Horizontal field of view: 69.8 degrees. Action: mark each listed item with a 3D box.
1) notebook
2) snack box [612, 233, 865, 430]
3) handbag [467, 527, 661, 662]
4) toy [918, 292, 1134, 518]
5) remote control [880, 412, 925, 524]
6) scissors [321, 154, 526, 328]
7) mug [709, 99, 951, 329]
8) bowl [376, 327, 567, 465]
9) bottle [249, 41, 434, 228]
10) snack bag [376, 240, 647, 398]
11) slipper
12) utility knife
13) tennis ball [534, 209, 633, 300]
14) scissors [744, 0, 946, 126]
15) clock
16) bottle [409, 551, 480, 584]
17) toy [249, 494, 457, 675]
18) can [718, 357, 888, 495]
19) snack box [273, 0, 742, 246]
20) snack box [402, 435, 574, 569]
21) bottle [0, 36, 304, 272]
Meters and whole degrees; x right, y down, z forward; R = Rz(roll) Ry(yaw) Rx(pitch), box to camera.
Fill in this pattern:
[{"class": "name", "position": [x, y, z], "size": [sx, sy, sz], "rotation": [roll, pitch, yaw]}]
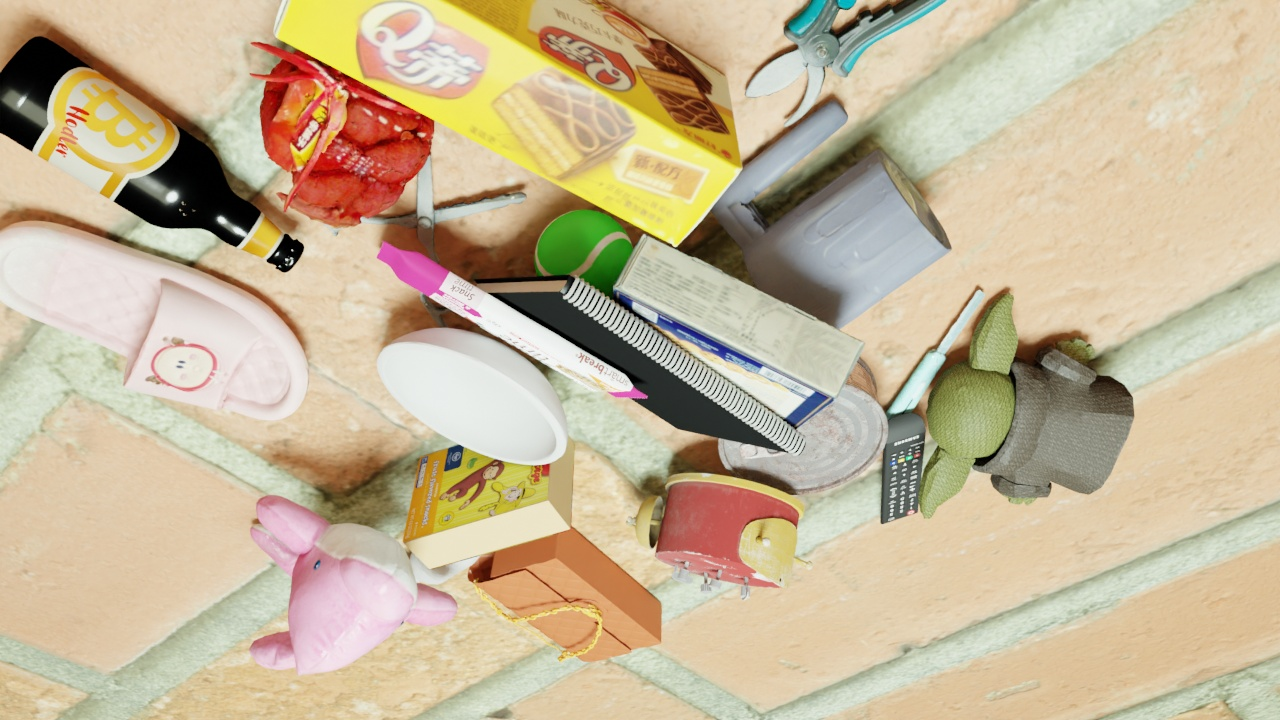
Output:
[{"class": "notebook", "position": [-0.004, 0.004, 0.619], "size": [0.206, 0.016, 0.149], "rotation": [34, 166, -29]}, {"class": "snack box", "position": [0.053, -0.010, 0.591], "size": [0.144, 0.042, 0.145], "rotation": [26, 167, 3]}, {"class": "handbag", "position": [-0.071, 0.235, 0.882], "size": [0.109, 0.060, 0.172], "rotation": [-24, 129, 24]}, {"class": "toy", "position": [0.293, 0.045, 0.698], "size": [0.152, 0.078, 0.179], "rotation": [12, 107, -7]}, {"class": "remote control", "position": [0.219, 0.096, 0.774], "size": [0.033, 0.015, 0.147], "rotation": [-17, 138, -2]}, {"class": "scissors", "position": [-0.147, -0.083, 0.618], "size": [0.141, 0.014, 0.175], "rotation": [5, 134, -1]}, {"class": "mug", "position": [0.118, -0.087, 0.584], "size": [0.104, 0.083, 0.124], "rotation": [-36, 97, 27]}, {"class": "bowl", "position": [-0.116, 0.019, 0.673], "size": [0.149, 0.043, 0.150], "rotation": [18, 149, 11]}, {"class": "bottle", "position": [-0.167, -0.134, 0.514], "size": [0.099, 0.098, 0.111], "rotation": [32, 121, -27]}, {"class": "snack bag", "position": [-0.088, -0.022, 0.618], "size": [0.196, 0.016, 0.070], "rotation": [31, 169, -17]}, {"class": "slipper", "position": [-0.338, -0.023, 0.640], "size": [0.221, 0.055, 0.107], "rotation": [30, 123, -24]}, {"class": "utility knife", "position": [0.220, 0.008, 0.709], "size": [0.022, 0.015, 0.166], "rotation": [2, 131, -24]}, {"class": "tennis ball", "position": [-0.037, -0.065, 0.599], "size": [0.065, 0.065, 0.065], "rotation": [-1, 132, -1]}, {"class": "scissors", "position": [0.127, -0.197, 0.514], "size": [0.124, 0.019, 0.155], "rotation": [2, 134, -1]}, {"class": "clock", "position": [0.057, 0.151, 0.767], "size": [0.159, 0.081, 0.117], "rotation": [-4, 153, 39]}, {"class": "bottle", "position": [-0.164, 0.166, 0.823], "size": [0.136, 0.044, 0.044], "rotation": [-34, 125, 26]}, {"class": "toy", "position": [-0.255, 0.196, 0.743], "size": [0.186, 0.127, 0.266], "rotation": [40, 155, -16]}, {"class": "can", "position": [0.124, 0.048, 0.721], "size": [0.130, 0.044, 0.130], "rotation": [-1, 133, -1]}, {"class": "snack box", "position": [-0.059, -0.158, 0.483], "size": [0.230, 0.109, 0.062], "rotation": [25, 128, -22]}, {"class": "snack box", "position": [-0.120, 0.106, 0.739], "size": [0.126, 0.088, 0.040], "rotation": [-18, 130, 15]}, {"class": "bottle", "position": [-0.289, -0.112, 0.555], "size": [0.059, 0.059, 0.181], "rotation": [-37, 124, 28]}]
